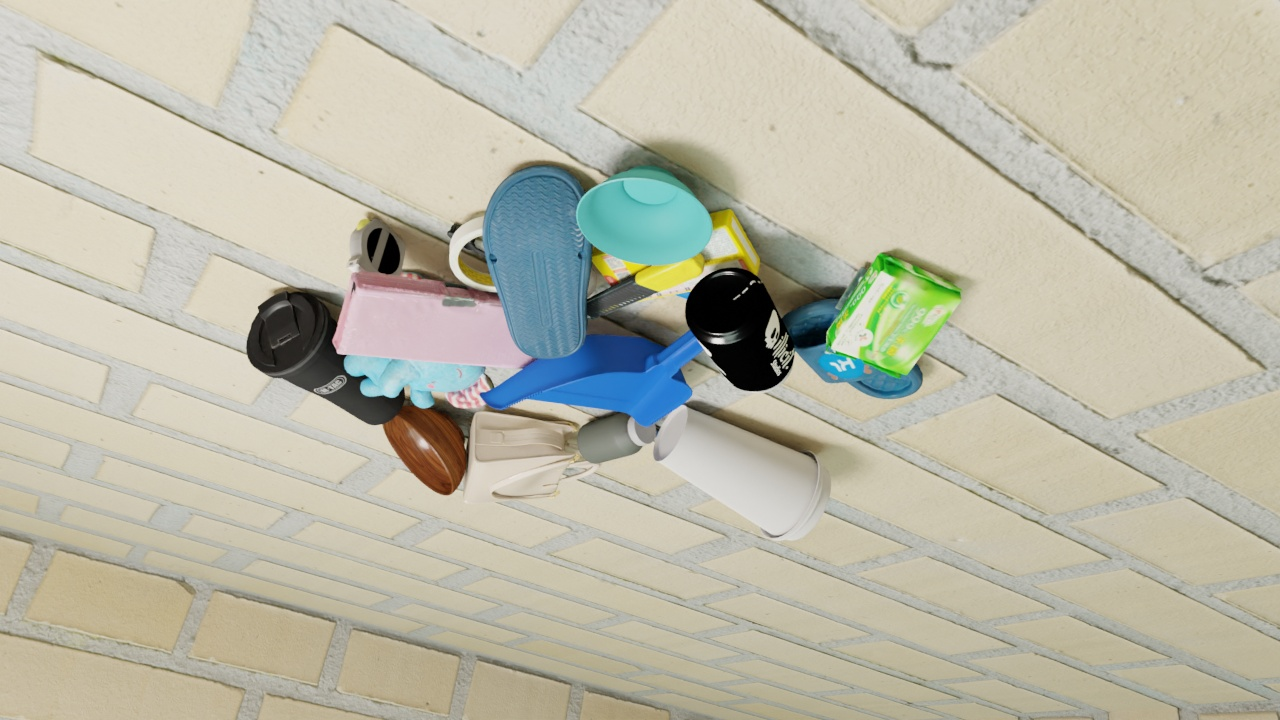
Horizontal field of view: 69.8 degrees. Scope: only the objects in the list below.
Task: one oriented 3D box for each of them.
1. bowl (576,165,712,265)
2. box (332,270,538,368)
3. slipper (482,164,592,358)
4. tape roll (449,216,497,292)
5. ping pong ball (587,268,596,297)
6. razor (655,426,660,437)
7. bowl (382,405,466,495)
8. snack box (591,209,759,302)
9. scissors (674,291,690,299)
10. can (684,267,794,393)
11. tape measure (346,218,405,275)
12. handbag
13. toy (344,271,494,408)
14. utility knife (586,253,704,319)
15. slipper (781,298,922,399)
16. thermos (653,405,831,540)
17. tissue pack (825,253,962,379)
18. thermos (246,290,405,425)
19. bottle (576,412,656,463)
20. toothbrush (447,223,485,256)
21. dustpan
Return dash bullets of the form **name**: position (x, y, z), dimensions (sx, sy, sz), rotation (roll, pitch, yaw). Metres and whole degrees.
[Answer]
- **bowl**: position (0.006, -0.140, 0.824), dimensions (0.121, 0.046, 0.121), rotation (7, 151, 4)
- **box**: position (-0.199, -0.038, 0.971), dimensions (0.232, 0.041, 0.098), rotation (4, 127, -32)
- **slipper**: position (-0.097, -0.093, 0.892), dimensions (0.104, 0.059, 0.214), rotation (-1, 128, -3)
- **tape roll**: position (-0.146, -0.107, 0.928), dimensions (0.094, 0.019, 0.094), rotation (-5, 143, -4)
- **ping pong ball**: position (-0.065, -0.082, 0.951), dimensions (0.040, 0.040, 0.040), rotation (7, 151, 4)
- **razor**: position (0.065, 0.118, 1.289), dimensions (0.141, 0.018, 0.044), rotation (26, 144, -21)
- **bowl**: position (-0.294, 0.115, 1.314), dimensions (0.147, 0.068, 0.147), rotation (32, 145, 26)
- **snack box**: position (0.033, -0.099, 0.901), dimensions (0.152, 0.025, 0.075), rotation (-9, 139, 29)
- **scissors**: position (0.067, -0.064, 0.978), dimensions (0.125, 0.016, 0.125), rotation (17, 147, -6)
- **can**: position (0.101, -0.026, 0.902), dimensions (0.080, 0.080, 0.146), rotation (-4, 156, 21)
- **tape measure**: position (-0.270, -0.108, 0.938), dimensions (0.017, 0.064, 0.064), rotation (-8, 149, 27)
- **handbag**: position (-0.153, 0.147, 1.339), dimensions (0.197, 0.101, 0.195), rotation (3, 152, -15)
- **toy**: position (-0.266, -0.004, 1.051), dimensions (0.181, 0.114, 0.183), rotation (-22, 115, 18)
- **utility knife**: position (-0.017, -0.067, 0.921), dimensions (0.198, 0.020, 0.029), rotation (-21, 131, 37)
- **slipper**: position (0.227, -0.001, 0.995), dimensions (0.104, 0.059, 0.213), rotation (-16, 143, 41)
- **thermos**: position (0.132, 0.144, 1.222), dimensions (0.221, 0.131, 0.132), rotation (28, 146, -17)
- **tissue pack**: position (0.246, -0.044, 0.902), dimensions (0.099, 0.034, 0.114), rotation (19, 122, -15)
- **thermos**: position (-0.382, 0.008, 1.145), dimensions (0.106, 0.105, 0.218), rotation (-3, 154, 19)
- **bottle**: position (-0.033, 0.103, 1.246), dimensions (0.109, 0.060, 0.060), rotation (-19, 140, 40)
- **toothbrush**: position (-0.125, -0.096, 0.975), dimensions (0.188, 0.017, 0.014), rotation (28, 149, -36)
- **dustpan**: position (-0.006, 0.006, 1.032), dimensions (0.245, 0.059, 0.258), rotation (11, 140, -45)
